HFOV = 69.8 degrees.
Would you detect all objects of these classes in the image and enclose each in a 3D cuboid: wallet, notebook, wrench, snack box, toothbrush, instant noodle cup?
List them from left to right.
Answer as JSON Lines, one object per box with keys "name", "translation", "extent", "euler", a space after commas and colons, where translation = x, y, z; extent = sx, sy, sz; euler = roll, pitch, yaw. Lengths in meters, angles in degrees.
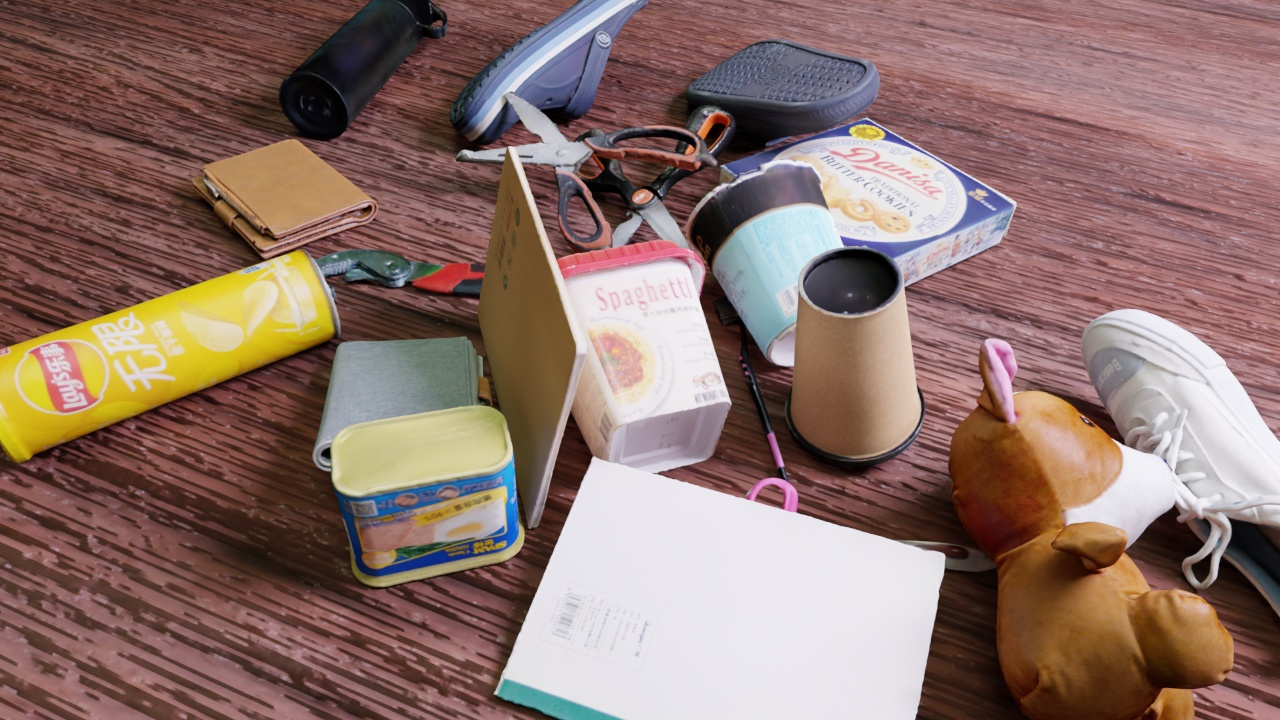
{"name": "wallet", "translation": [-0.305, -0.141, 0.781], "extent": [0.107, 0.031, 0.132], "euler": [-30, 52, -34]}
{"name": "wallet", "translation": [-0.151, 0.026, 0.601], "extent": [0.106, 0.037, 0.129], "euler": [-4, 28, -10]}
{"name": "wrench", "translation": [-0.125, -0.060, 0.716], "extent": [0.273, 0.016, 0.056], "euler": [4, 45, 1]}
{"name": "notebook", "translation": [-0.076, -0.020, 0.585], "extent": [0.008, 0.148, 0.207], "euler": [0, 42, -22]}
{"name": "instant noodle cup", "translation": [-0.004, 0.003, 0.597], "extent": [0.116, 0.117, 0.124], "euler": [-11, 58, -15]}
{"name": "notebook", "translation": [0.046, 0.142, 0.493], "extent": [0.209, 0.012, 0.150], "euler": [15, 59, 13]}
{"name": "toothbrush", "translation": [0.077, 0.015, 0.653], "extent": [0.018, 0.014, 0.189], "euler": [-11, 45, 0]}
{"name": "instant noodle cup", "translation": [0.106, -0.065, 0.670], "extent": [0.111, 0.111, 0.120], "euler": [-14, 65, -18]}
{"name": "toothbrush", "translation": [0.122, 0.108, 0.554], "extent": [0.187, 0.017, 0.016], "euler": [6, 42, 4]}
{"name": "snack box", "translation": [0.190, -0.135, 0.795], "extent": [0.182, 0.046, 0.178], "euler": [-24, 49, -25]}

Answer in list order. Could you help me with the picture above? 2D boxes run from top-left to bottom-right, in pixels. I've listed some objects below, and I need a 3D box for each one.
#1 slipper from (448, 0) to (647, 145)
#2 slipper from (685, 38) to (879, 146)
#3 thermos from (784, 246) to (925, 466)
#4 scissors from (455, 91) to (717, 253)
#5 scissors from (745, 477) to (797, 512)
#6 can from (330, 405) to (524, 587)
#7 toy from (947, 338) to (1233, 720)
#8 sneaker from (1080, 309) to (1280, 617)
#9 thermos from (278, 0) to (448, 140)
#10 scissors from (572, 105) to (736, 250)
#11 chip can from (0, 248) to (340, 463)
{"name": "slipper", "translation": [-0.082, -0.286, 0.909], "extent": [0.252, 0.095, 0.105], "euler": [-47, 19, -21]}
{"name": "slipper", "translation": [0.133, -0.241, 0.877], "extent": [0.110, 0.083, 0.268], "euler": [-34, 30, -9]}
{"name": "thermos", "translation": [0.136, 0.000, 0.588], "extent": [0.093, 0.143, 0.092], "euler": [-7, 46, 7]}
{"name": "scissors", "translation": [-0.047, -0.169, 0.779], "extent": [0.189, 0.015, 0.223], "euler": [-28, 63, -9]}
{"name": "scissors", "translation": [0.081, 0.129, 0.519], "extent": [0.135, 0.017, 0.133], "euler": [17, 58, 7]}
{"name": "can", "translation": [-0.120, 0.076, 0.524], "extent": [0.102, 0.083, 0.057], "euler": [-9, 45, -13]}
{"name": "toy", "translation": [0.233, 0.093, 0.495], "extent": [0.130, 0.140, 0.199], "euler": [-17, 50, 2]}
{"name": "sneaker", "translation": [0.344, 0.072, 0.564], "extent": [0.090, 0.090, 0.242], "euler": [-20, 54, -17]}
{"name": "thermos", "translation": [-0.271, -0.314, 0.936], "extent": [0.090, 0.069, 0.241], "euler": [6, 43, 10]}
{"name": "scissors", "translation": [0.005, -0.154, 0.793], "extent": [0.231, 0.022, 0.221], "euler": [-41, 48, -16]}
{"name": "chip can", "translation": [-0.314, -0.008, 0.610], "extent": [0.212, 0.072, 0.072], "euler": [-25, 50, -27]}
